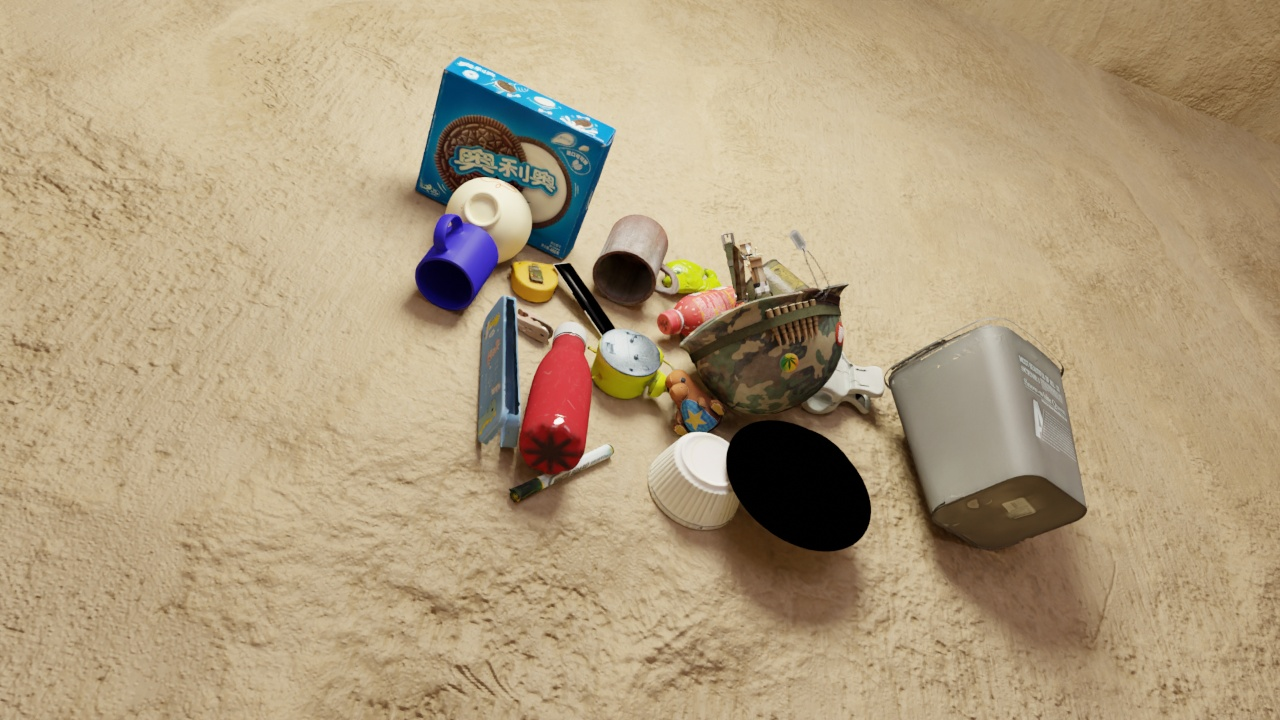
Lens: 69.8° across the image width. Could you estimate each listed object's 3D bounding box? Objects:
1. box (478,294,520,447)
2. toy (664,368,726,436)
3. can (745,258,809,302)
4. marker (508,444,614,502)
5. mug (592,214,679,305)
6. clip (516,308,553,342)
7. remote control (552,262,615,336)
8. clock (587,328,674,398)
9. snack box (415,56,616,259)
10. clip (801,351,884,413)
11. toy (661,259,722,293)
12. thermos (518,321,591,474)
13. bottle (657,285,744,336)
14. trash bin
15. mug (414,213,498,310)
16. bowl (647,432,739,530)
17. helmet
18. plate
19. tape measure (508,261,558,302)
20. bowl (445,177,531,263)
[{"bbox_3d":[-0.170,0.008,1.081,0.052,0.067,0.209,4,46,-14],"label":"box"},{"bbox_3d":[0.069,0.046,1.162,0.090,0.071,0.102,54,22,-5],"label":"toy"},{"bbox_3d":[0.196,-0.092,1.346,0.074,0.090,0.089,43,44,18],"label":"can"},{"bbox_3d":[-0.087,0.125,1.039,0.146,0.017,0.017,-23,61,-40],"label":"marker"},{"bbox_3d":[0.002,-0.136,1.296,0.123,0.097,0.110,29,45,-9],"label":"mug"},{"bbox_3d":[-0.142,-0.045,1.179,0.049,0.026,0.061,-6,50,-30],"label":"clip"},{"bbox_3d":[-0.074,-0.085,1.240,0.028,0.012,0.124,-17,69,-52],"label":"remote control"},{"bbox_3d":[-0.007,0.007,1.168,0.119,0.057,0.083,10,44,-17],"label":"clock"},{"bbox_3d":[-0.175,-0.275,1.263,0.239,0.196,0.056,25,38,-1],"label":"snack box"},{"bbox_3d":[0.268,0.026,1.300,0.150,0.089,0.125,27,42,-16],"label":"clip"},{"bbox_3d":[0.078,-0.116,1.354,0.093,0.036,0.094,45,46,8],"label":"toy"},{"bbox_3d":[-0.093,0.032,1.087,0.073,0.073,0.239,18,34,-10],"label":"thermos"},{"bbox_3d":[0.083,-0.064,1.283,0.137,0.062,0.062,-16,56,-37],"label":"bottle"},{"bbox_3d":[0.453,0.104,1.192,0.197,0.198,0.219,30,43,-31],"label":"trash bin"},{"bbox_3d":[-0.234,-0.132,1.156,0.079,0.111,0.083,6,40,14],"label":"mug"},{"bbox_3d":[0.073,0.134,1.076,0.115,0.063,0.115,14,43,-14],"label":"bowl"},{"bbox_3d":[0.159,-0.056,1.172,0.224,0.192,0.236,-33,91,-1],"label":"helmet"},{"bbox_3d":[0.190,0.129,1.053,0.184,0.036,0.184,14,43,-14],"label":"plate"},{"bbox_3d":[-0.144,-0.107,1.236,0.068,0.030,0.058,8,43,-19],"label":"tape measure"},{"bbox_3d":[-0.205,-0.192,1.211,0.118,0.074,0.118,0,86,-3],"label":"bowl"}]
